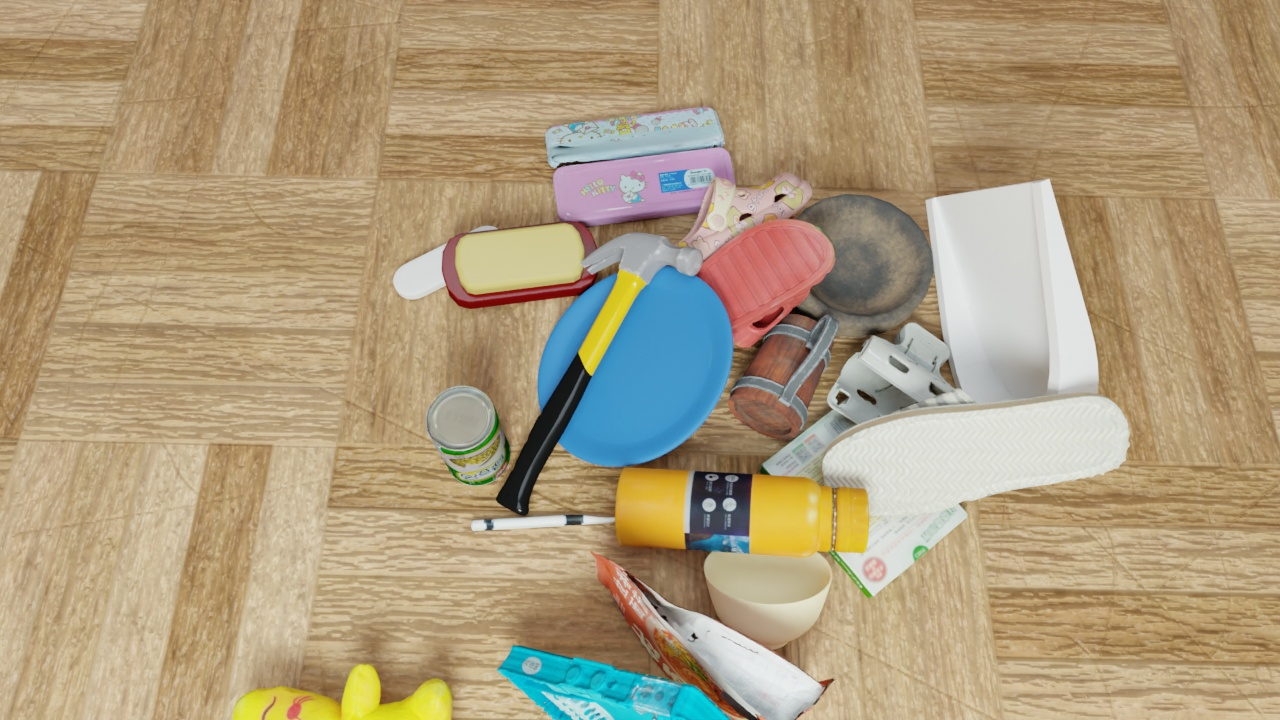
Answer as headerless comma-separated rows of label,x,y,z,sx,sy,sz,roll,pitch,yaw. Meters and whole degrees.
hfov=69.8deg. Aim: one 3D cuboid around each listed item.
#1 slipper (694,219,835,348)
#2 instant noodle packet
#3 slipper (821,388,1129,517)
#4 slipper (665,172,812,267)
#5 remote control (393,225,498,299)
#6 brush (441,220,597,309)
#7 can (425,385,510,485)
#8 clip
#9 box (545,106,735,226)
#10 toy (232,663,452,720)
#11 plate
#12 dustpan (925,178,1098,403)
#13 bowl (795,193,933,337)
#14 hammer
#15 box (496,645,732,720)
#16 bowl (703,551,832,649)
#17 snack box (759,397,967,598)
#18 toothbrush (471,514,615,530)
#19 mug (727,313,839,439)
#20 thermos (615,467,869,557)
slipper,0.095,-0.060,0.977,0.249,0.059,0.103,-32,60,16
instant noodle packet,0.047,0.246,0.813,0.221,0.164,0.083,37,73,13
slipper,0.307,0.084,0.863,0.273,0.114,0.053,-14,21,22
slipper,0.097,-0.165,1.018,0.197,0.093,0.081,-30,98,-8
remote control,-0.216,-0.112,1.043,0.136,0.013,0.043,-29,70,-12
brush,-0.133,-0.110,1.017,0.173,0.042,0.082,-8,76,-8
can,-0.168,0.076,0.905,0.067,0.121,0.067,0,67,-1
clip,0.280,0.017,0.944,0.126,0.105,0.151,36,68,2
box,-0.002,-0.235,1.088,0.214,0.041,0.151,-8,64,-4
toy,-0.259,0.342,0.812,0.194,0.087,0.134,-7,70,-2
plate,-0.006,0.006,0.955,0.225,0.024,0.224,-12,62,23
dustpan,0.355,-0.038,0.908,0.053,0.191,0.258,-22,100,-10
bowl,0.233,-0.097,1.011,0.162,0.070,0.162,0,67,-1
hammer,-0.060,0.009,0.951,0.127,0.029,0.323,23,81,35
box,-0.013,0.322,0.768,0.086,0.228,0.168,-17,97,-45
bowl,0.119,0.228,0.865,0.118,0.118,0.074,-2,109,-2
snack box,0.226,0.135,0.937,0.131,0.027,0.168,-35,72,-14
toothbrush,-0.078,0.160,0.931,0.187,0.012,0.017,-3,54,-2
mug,0.156,0.009,0.943,0.081,0.118,0.110,33,66,-6
thermos,0.097,0.143,0.879,0.233,0.091,0.076,2,106,9
